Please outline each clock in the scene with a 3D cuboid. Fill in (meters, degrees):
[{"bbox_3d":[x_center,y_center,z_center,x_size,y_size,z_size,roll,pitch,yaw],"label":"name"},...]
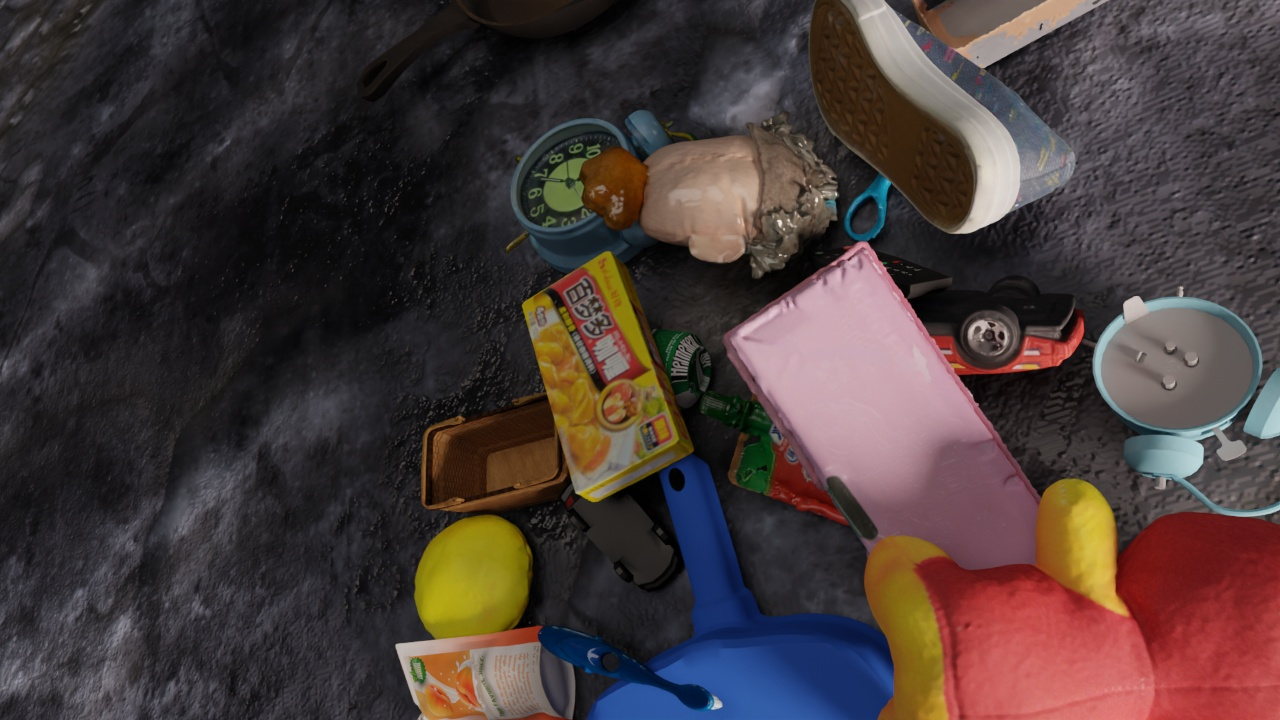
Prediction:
[{"bbox_3d":[-0.026,-0.130,0.698,0.162,0.060,0.118,-11,63,22],"label":"clock"},{"bbox_3d":[0.282,0.021,0.465,0.087,0.042,0.123,-30,56,16],"label":"clock"}]

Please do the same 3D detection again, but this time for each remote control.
[{"bbox_3d":[0.141,-0.054,0.550,0.039,0.010,0.124,-11,17,-12],"label":"remote control"}]

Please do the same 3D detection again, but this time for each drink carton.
[{"bbox_3d":[-0.106,0.214,0.608,0.122,0.038,0.069,-13,97,24],"label":"drink carton"}]

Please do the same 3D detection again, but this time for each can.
[{"bbox_3d":[-0.004,0.004,0.631,0.101,0.053,0.053,5,73,31],"label":"can"}]

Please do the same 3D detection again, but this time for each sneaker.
[{"bbox_3d":[0.180,-0.165,0.581,0.079,0.088,0.235,-10,47,-13],"label":"sneaker"}]

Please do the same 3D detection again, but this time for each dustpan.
[{"bbox_3d":[0.048,0.178,0.517,0.246,0.059,0.257,-22,74,21],"label":"dustpan"}]

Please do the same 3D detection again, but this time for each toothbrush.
[{"bbox_3d":[-0.010,0.170,0.510,0.132,0.016,0.021,6,70,42],"label":"toothbrush"}]

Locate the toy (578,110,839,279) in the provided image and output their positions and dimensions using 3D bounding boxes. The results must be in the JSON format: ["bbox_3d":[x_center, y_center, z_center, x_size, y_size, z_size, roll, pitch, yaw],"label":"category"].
[{"bbox_3d":[0.046,-0.107,0.611,0.176,0.076,0.132,5,47,-2],"label":"toy"}]

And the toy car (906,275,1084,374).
[{"bbox_3d":[0.153,-0.017,0.535,0.190,0.081,0.056,0,109,32],"label":"toy car"}]

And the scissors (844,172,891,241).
[{"bbox_3d":[0.182,-0.139,0.611,0.104,0.015,0.133,-2,64,33],"label":"scissors"}]

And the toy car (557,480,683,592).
[{"bbox_3d":[-0.011,0.109,0.601,0.042,0.036,0.091,-45,78,4],"label":"toy car"}]

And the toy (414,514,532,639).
[{"bbox_3d":[-0.117,0.154,0.641,0.094,0.041,0.095,10,75,27],"label":"toy"}]

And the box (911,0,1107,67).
[{"bbox_3d":[0.277,-0.274,0.575,0.217,0.094,0.107,-27,83,18],"label":"box"}]

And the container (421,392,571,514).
[{"bbox_3d":[-0.091,0.071,0.648,0.114,0.061,0.063,-17,62,24],"label":"container"}]

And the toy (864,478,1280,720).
[{"bbox_3d":[0.211,0.130,0.397,0.216,0.098,0.147,-6,103,7],"label":"toy"}]

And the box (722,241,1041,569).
[{"bbox_3d":[0.141,0.059,0.463,0.098,0.046,0.233,-33,88,15],"label":"box"}]

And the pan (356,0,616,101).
[{"bbox_3d":[-0.122,-0.353,0.855,0.356,0.043,0.248,-36,56,13],"label":"pan"}]

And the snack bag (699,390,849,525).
[{"bbox_3d":[0.105,0.051,0.528,0.155,0.044,0.087,20,111,18],"label":"snack bag"}]

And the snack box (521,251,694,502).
[{"bbox_3d":[-0.025,0.008,0.590,0.075,0.025,0.152,-30,57,16],"label":"snack box"}]
